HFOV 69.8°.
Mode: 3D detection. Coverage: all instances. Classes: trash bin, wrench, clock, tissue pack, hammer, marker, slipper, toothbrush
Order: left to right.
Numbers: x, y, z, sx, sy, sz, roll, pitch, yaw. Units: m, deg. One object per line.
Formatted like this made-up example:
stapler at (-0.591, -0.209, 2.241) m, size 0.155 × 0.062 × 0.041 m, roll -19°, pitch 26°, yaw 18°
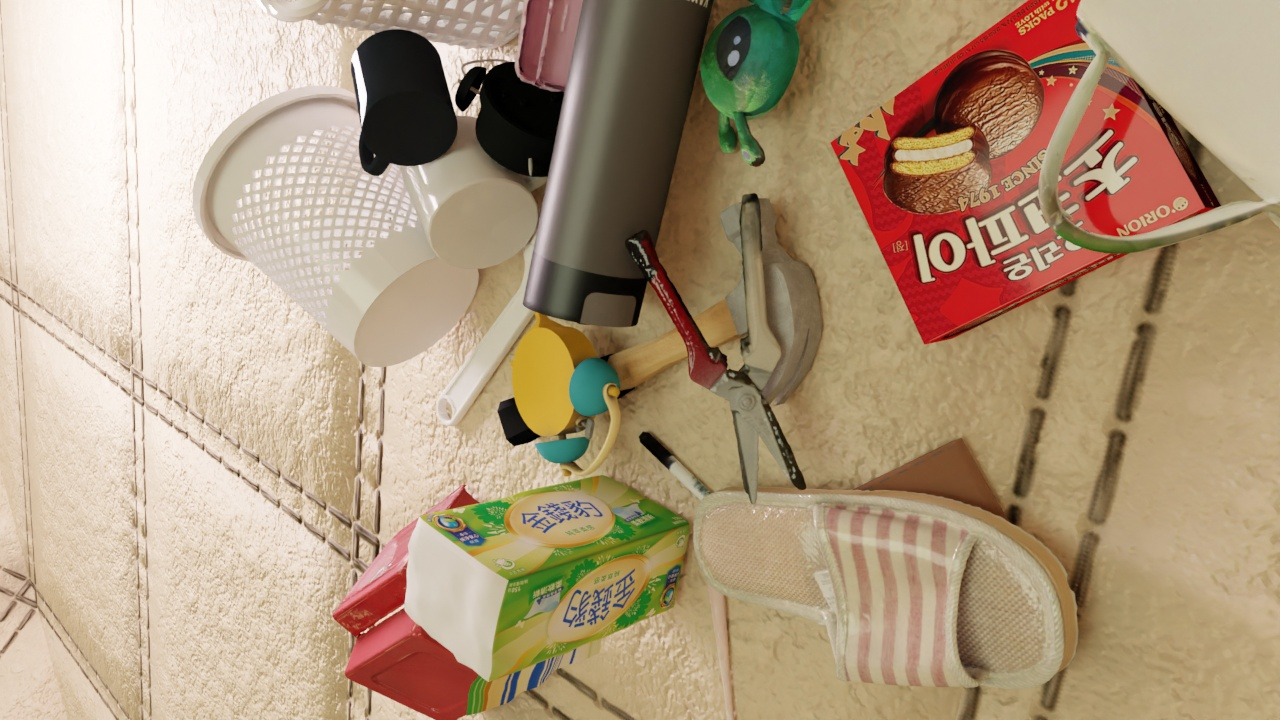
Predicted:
trash bin at (-0.263, -0.110, 0.840) m, size 0.199 × 0.195 × 0.196 m, roll 45°, pitch 125°, yaw 18°
wrench at (-0.124, -0.023, 0.824) m, size 0.274 × 0.018 × 0.066 m, roll -48°, pitch 65°, yaw 38°
clock at (-0.092, -0.196, 0.720) m, size 0.120 × 0.091 × 0.043 m, roll 53°, pitch 138°, yaw 16°
tissue pack at (-0.069, 0.181, 0.680) m, size 0.120 × 0.197 × 0.141 m, roll 26°, pitch 111°, yaw 45°
clock at (-0.059, 0.026, 0.705) m, size 0.129 × 0.043 × 0.099 m, roll 53°, pitch 130°, yaw 31°
hammer at (-0.004, 0.004, 0.702) m, size 0.329 × 0.039 × 0.131 m, roll -26°, pitch 80°, yaw 43°
marker at (0.048, 0.101, 0.684) m, size 0.152 × 0.011 × 0.011 m, roll 42°, pitch 123°, yaw 31°
toothbrush at (0.059, 0.212, 0.687) m, size 0.016 × 0.018 × 0.181 m, roll -3°, pitch 93°, yaw 43°
slipper at (0.128, 0.137, 0.569) m, size 0.263 × 0.052 × 0.115 m, roll 4°, pitch 100°, yaw 46°

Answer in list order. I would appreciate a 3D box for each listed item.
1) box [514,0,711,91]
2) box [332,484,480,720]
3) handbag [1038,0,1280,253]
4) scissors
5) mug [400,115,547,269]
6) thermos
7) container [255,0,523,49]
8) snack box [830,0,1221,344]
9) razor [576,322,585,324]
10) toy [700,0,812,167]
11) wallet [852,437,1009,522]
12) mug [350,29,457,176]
box at (-0.008, -0.285, 0.658) m, size 0.154 × 0.066 × 0.202 m, roll 19°, pitch 111°, yaw 11°
box at (-0.189, 0.249, 0.884) m, size 0.170 × 0.156 × 0.157 m, roll 48°, pitch 131°, yaw -7°
handbag at (0.249, -0.115, 0.386) m, size 0.176 × 0.073 × 0.151 m, roll -43°, pitch 72°, yaw 24°
scissors at (0.055, -0.014, 0.586) m, size 0.185 × 0.015 × 0.179 m, roll 27°, pitch 99°, yaw 6°
mug at (-0.129, -0.146, 0.759) m, size 0.121 × 0.091 × 0.090 m, roll -29°, pitch 54°, yaw 0°
thermos at (-0.016, -0.143, 0.614) m, size 0.082 × 0.082 × 0.241 m, roll 26°, pitch 110°, yaw 38°
container at (-0.191, -0.352, 0.719) m, size 0.190 × 0.186 × 0.189 m, roll 8°, pitch 102°, yaw 42°
snack box at (0.197, -0.102, 0.495) m, size 0.152 × 0.035 × 0.132 m, roll -32°, pitch 74°, yaw 41°
razor at (-0.029, -0.092, 0.708) m, size 0.052 × 0.047 × 0.143 m, roll -125°, pitch 44°, yaw -54°
toy at (0.086, -0.216, 0.565) m, size 0.130 × 0.072 × 0.194 m, roll -104°, pitch 32°, yaw -64°
wallet at (0.187, 0.118, 0.554) m, size 0.088 × 0.013 × 0.121 m, roll -38°, pitch 71°, yaw 40°
mug at (-0.193, -0.193, 0.720) m, size 0.105 × 0.071 × 0.077 m, roll -45°, pitch 48°, yaw 33°
